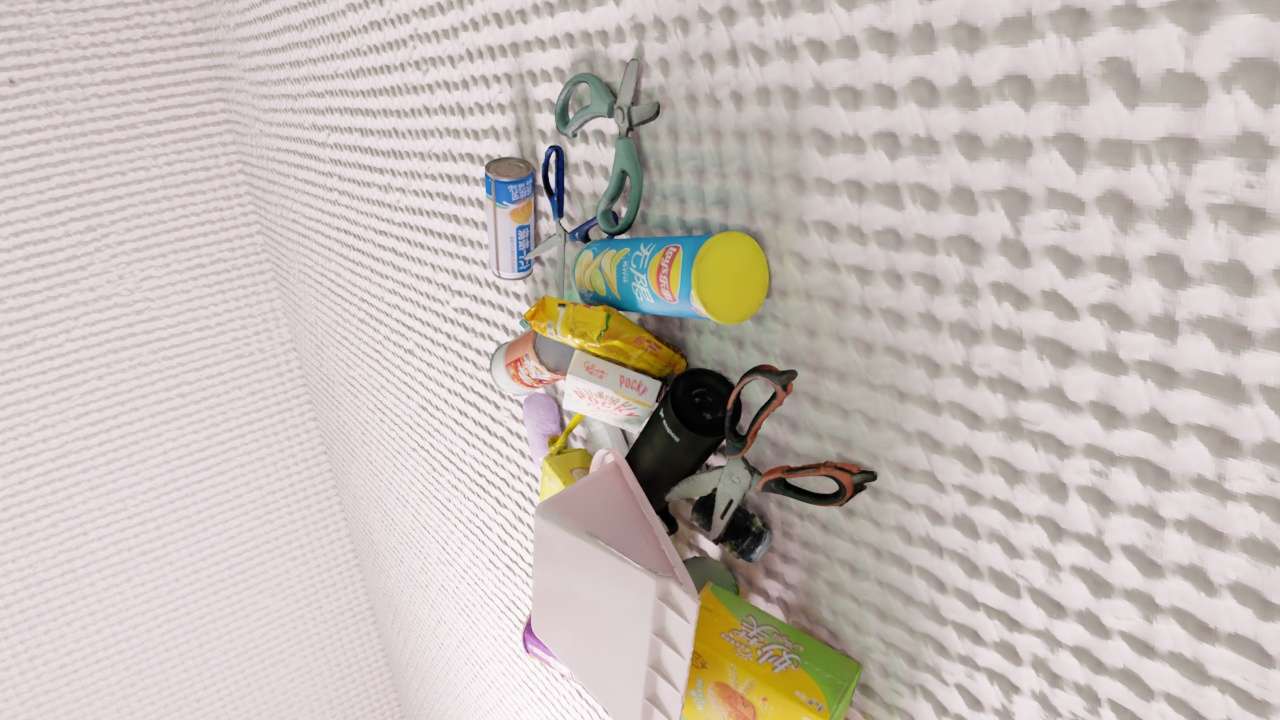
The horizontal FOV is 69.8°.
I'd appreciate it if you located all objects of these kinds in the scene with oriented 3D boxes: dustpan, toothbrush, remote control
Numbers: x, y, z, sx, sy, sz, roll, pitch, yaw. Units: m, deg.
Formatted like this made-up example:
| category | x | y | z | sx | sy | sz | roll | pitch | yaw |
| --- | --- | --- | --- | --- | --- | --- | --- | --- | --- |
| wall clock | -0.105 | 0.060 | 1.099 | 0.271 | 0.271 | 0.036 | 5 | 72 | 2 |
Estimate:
| category | x | y | z | sx | sy | sz | roll | pitch | yaw |
| --- | --- | --- | --- | --- | --- | --- | --- | --- | --- |
| dustpan | -0.004 | 0.209 | 0.873 | 0.273 | 0.138 | 0.223 | 31 | 127 | 35 |
| toothbrush | -0.093 | -0.057 | 1.041 | 0.027 | 0.026 | 0.225 | 47 | 155 | -11 |
| remote control | -0.046 | 0.064 | 1.044 | 0.056 | 0.020 | 0.136 | -30 | 82 | 62 |
| toothbrush | -0.081 | 0.071 | 1.070 | 0.016 | 0.015 | 0.191 | 69 | 154 | 16 |

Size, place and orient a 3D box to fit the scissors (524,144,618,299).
| category | x | y | z | sx | sy | sz | roll | pitch | yaw |
| --- | --- | --- | --- | --- | --- | --- | --- | --- | --- |
| scissors | -0.076 | -0.135 | 0.947 | 0.163 | 0.012 | 0.173 | 15 | 109 | 48 |

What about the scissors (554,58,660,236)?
| category | x | y | z | sx | sy | sz | roll | pitch | yaw |
| --- | --- | --- | --- | --- | --- | --- | --- | --- | --- |
| scissors | -0.037 | -0.210 | 0.844 | 0.181 | 0.019 | 0.171 | 50 | 142 | 35 |

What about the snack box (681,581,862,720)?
| category | x | y | z | sx | sy | sz | roll | pitch | yaw |
| --- | --- | --- | --- | --- | --- | --- | --- | --- | --- |
| snack box | 0.102 | 0.325 | 0.848 | 0.158 | 0.069 | 0.210 | 25 | 132 | 23 |

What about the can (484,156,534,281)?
| category | x | y | z | sx | sy | sz | roll | pitch | yaw |
| --- | --- | --- | --- | --- | --- | --- | --- | --- | --- |
| can | -0.147 | -0.158 | 1.040 | 0.053 | 0.053 | 0.135 | 44 | 143 | 39 |

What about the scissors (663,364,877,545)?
| category | x | y | z | sx | sy | sz | roll | pitch | yaw |
| --- | --- | --- | --- | --- | --- | --- | --- | --- | --- |
| scissors | 0.092 | 0.086 | 0.750 | 0.227 | 0.015 | 0.189 | 1 | 121 | 38 |

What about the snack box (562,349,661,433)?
| category | x | y | z | sx | sy | sz | roll | pitch | yaw |
| --- | --- | --- | --- | --- | --- | --- | --- | --- | --- |
| snack box | -0.031 | 0.034 | 0.897 | 0.084 | 0.026 | 0.157 | 21 | 165 | -1 |

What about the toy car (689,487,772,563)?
| category | x | y | z | sx | sy | sz | roll | pitch | yaw |
| --- | --- | --- | --- | --- | --- | --- | --- | --- | --- |
| toy car | 0.084 | 0.152 | 0.852 | 0.034 | 0.043 | 0.090 | 37 | 177 | -43 |

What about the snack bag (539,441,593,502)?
| category | x | y | z | sx | sy | sz | roll | pitch | yaw |
| --- | --- | --- | --- | --- | --- | --- | --- | --- | --- |
| snack bag | -0.040 | 0.221 | 1.086 | 0.246 | 0.068 | 0.158 | 47 | 144 | 36 |

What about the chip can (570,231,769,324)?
| category | x | y | z | sx | sy | sz | roll | pitch | yaw |
| --- | --- | --- | --- | --- | --- | --- | --- | --- | --- |
| chip can | 0.017 | -0.072 | 0.787 | 0.210 | 0.071 | 0.071 | 10 | 116 | 58 |

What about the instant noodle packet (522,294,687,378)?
| category | x | y | z | sx | sy | sz | roll | pitch | yaw |
| --- | --- | --- | --- | --- | --- | --- | --- | --- | --- |
| instant noodle packet | -0.033 | -0.023 | 0.849 | 0.111 | 0.128 | 0.044 | 12 | 81 | 41 |

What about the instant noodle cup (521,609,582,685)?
| category | x | y | z | sx | sy | sz | roll | pitch | yaw |
| --- | --- | --- | --- | --- | --- | --- | --- | --- | --- |
| instant noodle cup | -0.090 | 0.381 | 1.250 | 0.099 | 0.111 | 0.112 | 21 | 126 | 43 |

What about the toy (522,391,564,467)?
| category | x | y | z | sx | sy | sz | roll | pitch | yaw |
| --- | --- | --- | --- | --- | --- | --- | --- | --- | --- |
| toy | -0.121 | 0.092 | 1.177 | 0.084 | 0.038 | 0.108 | 3 | 108 | 41 |

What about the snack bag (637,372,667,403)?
| category | x | y | z | sx | sy | sz | roll | pitch | yaw |
| --- | --- | --- | --- | --- | --- | --- | --- | --- | --- |
| snack bag | -0.005 | 0.005 | 0.928 | 0.104 | 0.026 | 0.048 | 47 | 153 | 36 |

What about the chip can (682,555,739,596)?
| category | x | y | z | sx | sy | sz | roll | pitch | yaw |
| --- | --- | --- | --- | --- | --- | --- | --- | --- | --- |
| chip can | 0.051 | 0.295 | 0.969 | 0.072 | 0.072 | 0.222 | 48 | 146 | 35 |

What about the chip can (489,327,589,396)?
| category | x | y | z | sx | sy | sz | roll | pitch | yaw |
| --- | --- | --- | --- | --- | --- | --- | --- | --- | --- |
| chip can | -0.116 | -0.004 | 1.045 | 0.215 | 0.071 | 0.071 | -20 | 90 | 68 |

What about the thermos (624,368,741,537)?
| category | x | y | z | sx | sy | sz | roll | pitch | yaw |
| --- | --- | --- | --- | --- | --- | --- | --- | --- | --- |
| thermos | 0.032 | 0.102 | 0.890 | 0.090 | 0.068 | 0.243 | 50 | 149 | 15 |
